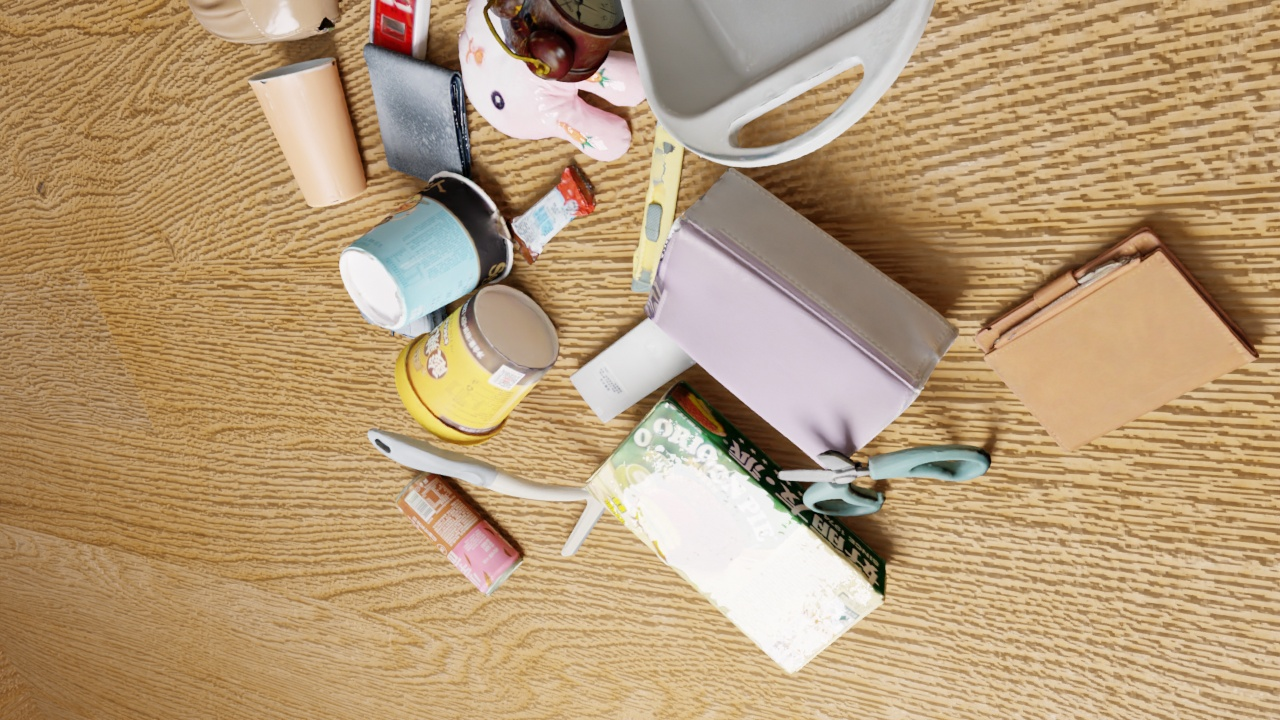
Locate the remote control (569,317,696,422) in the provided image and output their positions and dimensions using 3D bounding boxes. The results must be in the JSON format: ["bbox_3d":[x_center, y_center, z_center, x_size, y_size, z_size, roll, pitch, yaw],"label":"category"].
[{"bbox_3d":[-0.005,0.005,0.807,0.135,0.019,0.056,-36,92,40],"label":"remote control"}]

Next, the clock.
[{"bbox_3d":[-0.057,-0.233,0.620,0.055,0.121,0.082,-28,96,52],"label":"clock"}]

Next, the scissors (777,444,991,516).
[{"bbox_3d":[0.163,0.093,0.688,0.177,0.174,0.019,127,139,-58],"label":"scissors"}]

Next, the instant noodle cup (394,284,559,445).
[{"bbox_3d":[-0.144,0.001,0.839,0.115,0.118,0.118,-38,91,33],"label":"instant noodle cup"}]

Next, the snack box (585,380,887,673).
[{"bbox_3d":[0.080,0.139,0.770,0.240,0.063,0.115,42,114,2],"label":"snack box"}]

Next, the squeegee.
[{"bbox_3d":[-0.126,0.103,0.835,0.246,0.039,0.247,16,132,-20],"label":"squeegee"}]

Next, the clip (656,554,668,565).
[{"bbox_3d":[0.048,0.187,0.842,0.035,0.089,0.104,-30,85,40],"label":"clip"}]

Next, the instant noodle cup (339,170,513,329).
[{"bbox_3d":[-0.191,-0.090,0.799,0.111,0.120,0.111,25,136,27],"label":"instant noodle cup"}]

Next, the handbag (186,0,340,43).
[{"bbox_3d":[-0.332,-0.368,0.765,0.148,0.099,0.205,17,126,21],"label":"handbag"}]

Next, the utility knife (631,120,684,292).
[{"bbox_3d":[0.015,-0.129,0.730,0.031,0.019,0.175,19,119,16],"label":"utility knife"}]

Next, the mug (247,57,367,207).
[{"bbox_3d":[-0.301,-0.210,0.852,0.078,0.078,0.123,5,123,31],"label":"mug"}]

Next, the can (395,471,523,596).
[{"bbox_3d":[-0.199,0.188,1.008,0.147,0.057,0.058,43,130,6],"label":"can"}]

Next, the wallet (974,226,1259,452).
[{"bbox_3d":[0.301,-0.009,0.595,0.108,0.031,0.132,47,130,-1],"label":"wallet"}]

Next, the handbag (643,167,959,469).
[{"bbox_3d":[0.107,-0.025,0.668,0.197,0.098,0.145,39,145,8],"label":"handbag"}]

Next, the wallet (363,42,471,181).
[{"bbox_3d":[-0.193,-0.209,0.804,0.097,0.019,0.121,24,138,22],"label":"wallet"}]

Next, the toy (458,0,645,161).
[{"bbox_3d":[-0.071,-0.222,0.709,0.159,0.054,0.122,27,127,8],"label":"toy"}]

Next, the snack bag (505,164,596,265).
[{"bbox_3d":[-0.078,-0.122,0.781,0.106,0.026,0.045,-32,95,41],"label":"snack bag"}]

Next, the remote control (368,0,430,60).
[{"bbox_3d":[-0.197,-0.315,0.759,0.056,0.020,0.136,29,127,18],"label":"remote control"}]

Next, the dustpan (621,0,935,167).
[{"bbox_3d":[0.068,-0.257,0.542,0.223,0.142,0.258,-20,104,38],"label":"dustpan"}]

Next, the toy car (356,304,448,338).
[{"bbox_3d":[-0.244,-0.053,0.922,0.121,0.036,0.054,19,124,27],"label":"toy car"}]
